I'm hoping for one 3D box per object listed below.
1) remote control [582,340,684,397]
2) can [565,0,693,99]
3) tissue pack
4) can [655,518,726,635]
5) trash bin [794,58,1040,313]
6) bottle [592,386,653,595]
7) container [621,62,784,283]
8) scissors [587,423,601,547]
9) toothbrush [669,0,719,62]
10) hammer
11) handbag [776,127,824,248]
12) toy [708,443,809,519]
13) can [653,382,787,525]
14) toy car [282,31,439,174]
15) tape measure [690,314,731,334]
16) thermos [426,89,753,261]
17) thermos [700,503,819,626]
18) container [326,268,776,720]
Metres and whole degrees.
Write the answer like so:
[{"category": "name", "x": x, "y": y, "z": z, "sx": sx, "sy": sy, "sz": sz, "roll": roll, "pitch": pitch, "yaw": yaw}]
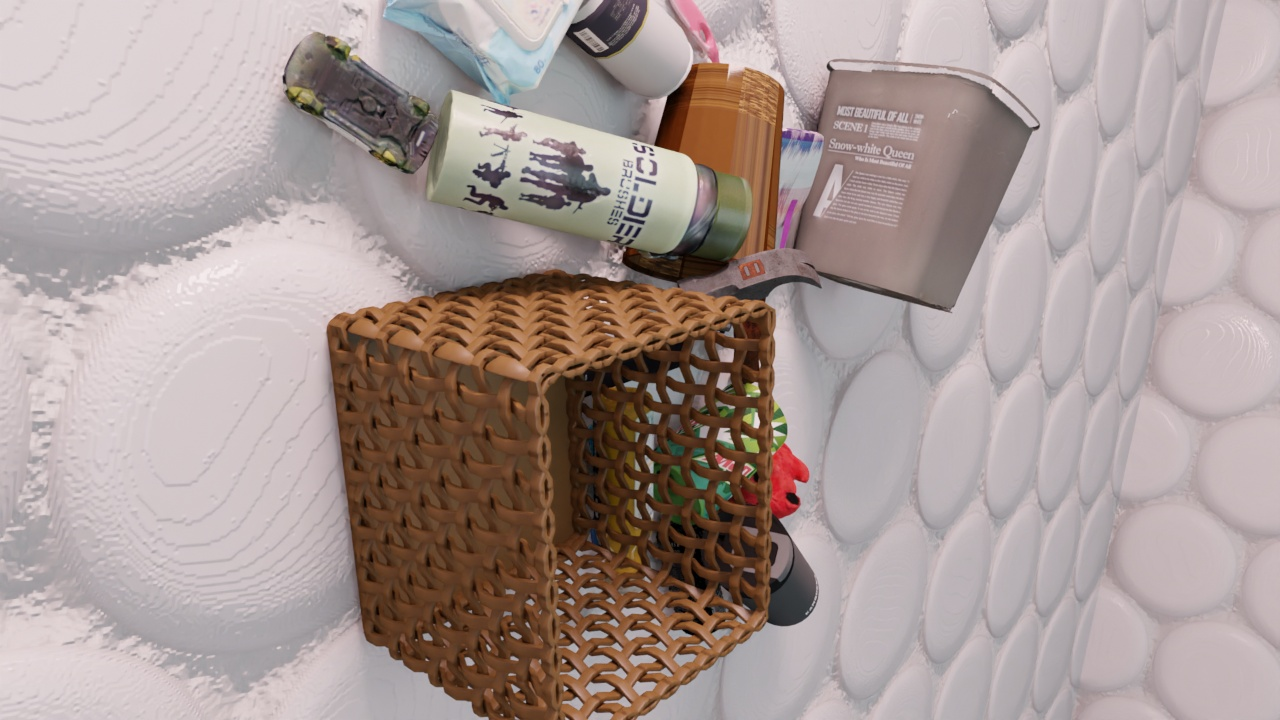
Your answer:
[{"category": "remote control", "x": -0.005, "y": 0.005, "z": 0.841, "sx": 0.136, "sy": 0.015, "sz": 0.032, "roll": -19, "pitch": 114, "yaw": -45}, {"category": "can", "x": -0.009, "y": -0.258, "z": 0.728, "sx": 0.127, "sy": 0.064, "sz": 0.064, "roll": 27, "pitch": 79, "yaw": -49}, {"category": "tissue pack", "x": -0.091, "y": -0.274, "z": 0.627, "sx": 0.112, "sy": 0.070, "sz": 0.181, "roll": 38, "pitch": 72, "yaw": -47}, {"category": "can", "x": 0.052, "y": 0.218, "z": 0.934, "sx": 0.053, "sy": 0.054, "sz": 0.138, "roll": -36, "pitch": 125, "yaw": -37}, {"category": "trash bin", "x": 0.284, "y": -0.183, "z": 0.998, "sx": 0.197, "sy": 0.197, "sz": 0.220, "roll": 10, "pitch": 99, "yaw": -49}, {"category": "bottle", "x": -0.015, "y": 0.118, "z": 0.815, "sx": 0.053, "sy": 0.053, "sz": 0.186, "roll": -19, "pitch": 116, "yaw": -45}, {"category": "container", "x": 0.063, "y": -0.157, "z": 0.797, "sx": 0.132, "sy": 0.132, "sz": 0.167, "roll": 15, "pitch": 83, "yaw": -49}, {"category": "scissors", "x": -0.031, "y": 0.115, "z": 0.844, "sx": 0.066, "sy": 0.015, "sz": 0.135, "roll": -33, "pitch": 126, "yaw": -33}, {"category": "toothbrush", "x": 0.060, "y": -0.289, "z": 0.835, "sx": 0.135, "sy": 0.016, "sz": 0.021, "roll": 46, "pitch": 66, "yaw": -45}, {"category": "hammer", "x": 0.097, "y": -0.026, "z": 0.825, "sx": 0.301, "sy": 0.111, "sz": 0.028, "roll": 72, "pitch": 0, "yaw": -73}, {"category": "handbag", "x": 0.122, "y": -0.147, "z": 0.917, "sx": 0.144, "sy": 0.068, "sz": 0.170, "roll": -9, "pitch": 113, "yaw": -47}, {"category": "toy", "x": 0.127, "y": 0.132, "z": 1.006, "sx": 0.094, "sy": 0.088, "sz": 0.132, "roll": -57, "pitch": 176, "yaw": 34}, {"category": "can", "x": 0.073, "y": 0.090, "z": 0.901, "sx": 0.143, "sy": 0.083, "sz": 0.083, "roll": -38, "pitch": 126, "yaw": -36}, {"category": "toy car", "x": -0.179, "y": -0.163, "z": 0.586, "sx": 0.105, "sy": 0.033, "sz": 0.048, "roll": 32, "pitch": 77, "yaw": -43}, {"category": "tape measure", "x": 0.067, "y": -0.061, "z": 0.891, "sx": 0.065, "sy": 0.036, "sz": 0.059, "roll": 12, "pitch": 100, "yaw": -53}, {"category": "thermos", "x": -0.032, "y": -0.122, "z": 0.659, "sx": 0.231, "sy": 0.082, "sz": 0.082, "roll": 10, "pitch": 93, "yaw": -22}, {"category": "thermos", "x": 0.129, "y": 0.217, "z": 0.948, "sx": 0.082, "sy": 0.082, "sz": 0.240, "roll": -64, "pitch": 155, "yaw": -14}, {"category": "container", "x": -0.058, "y": 0.084, "z": 0.649, "sx": 0.219, "sy": 0.214, "sz": 0.252, "roll": -18, "pitch": 113, "yaw": -45}]
